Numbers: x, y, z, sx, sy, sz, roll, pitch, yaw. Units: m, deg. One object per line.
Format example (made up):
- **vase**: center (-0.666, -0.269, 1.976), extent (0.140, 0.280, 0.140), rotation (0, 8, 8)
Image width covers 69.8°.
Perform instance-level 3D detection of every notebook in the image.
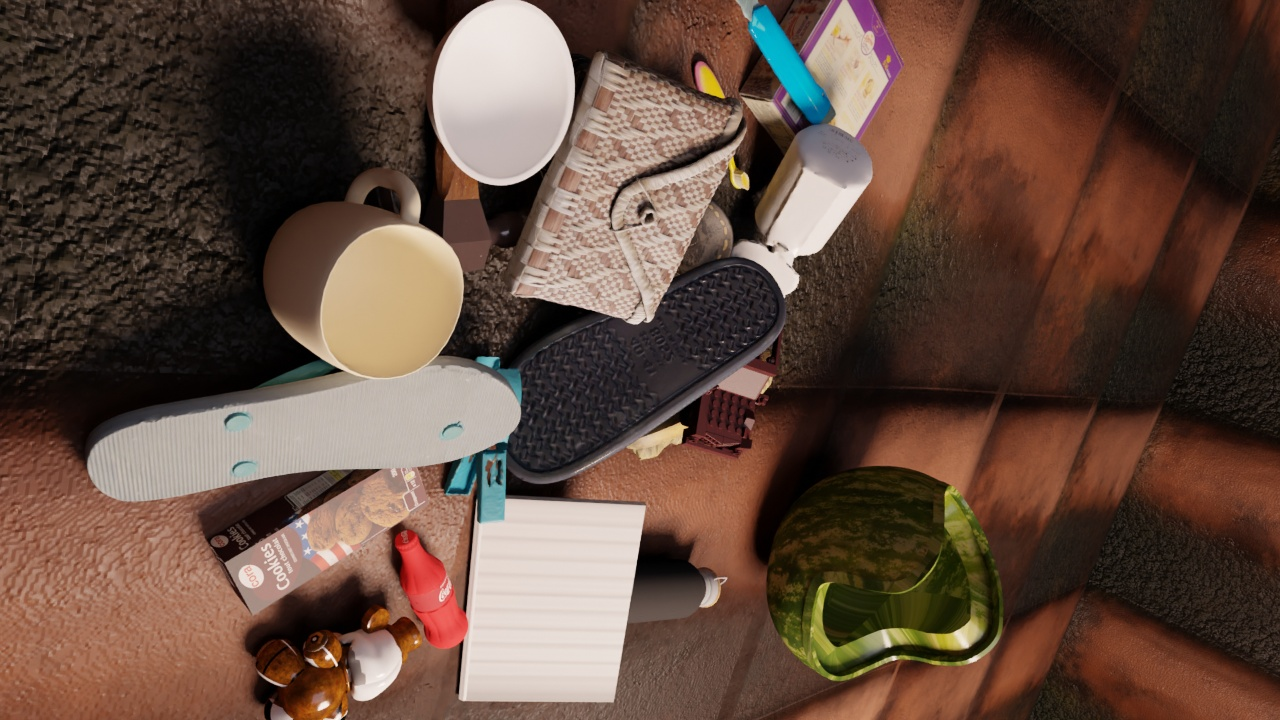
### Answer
- **notebook**: center (-0.080, 0.214, 0.809), extent (0.142, 0.009, 0.210), rotation (5, 111, -11)

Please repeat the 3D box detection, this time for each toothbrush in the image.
- **toothbrush**: center (0.072, -0.201, 0.799), extent (0.021, 0.016, 0.135), rotation (-43, 136, -15)

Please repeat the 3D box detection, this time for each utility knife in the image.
- **utility knife**: center (0.115, -0.256, 0.755), extent (0.031, 0.015, 0.205), rotation (-58, 139, -6)

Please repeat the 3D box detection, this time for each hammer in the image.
- **hammer**: center (-0.115, -0.214, 0.589), extent (0.115, 0.033, 0.323), rotation (-13, 119, -44)

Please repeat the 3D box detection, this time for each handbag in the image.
- **handbag**: center (-0.010, -0.114, 0.654), extent (0.124, 0.047, 0.186), rotation (13, 116, -30)

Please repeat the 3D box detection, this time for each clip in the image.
- **clip**: center (-0.110, 0.063, 0.693), extent (0.028, 0.114, 0.127), rotation (2, 96, -42)

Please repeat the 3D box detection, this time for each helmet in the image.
- **helmet**: center (0.266, 0.240, 1.069), extent (0.213, 0.248, 0.242), rotation (45, 34, -31)

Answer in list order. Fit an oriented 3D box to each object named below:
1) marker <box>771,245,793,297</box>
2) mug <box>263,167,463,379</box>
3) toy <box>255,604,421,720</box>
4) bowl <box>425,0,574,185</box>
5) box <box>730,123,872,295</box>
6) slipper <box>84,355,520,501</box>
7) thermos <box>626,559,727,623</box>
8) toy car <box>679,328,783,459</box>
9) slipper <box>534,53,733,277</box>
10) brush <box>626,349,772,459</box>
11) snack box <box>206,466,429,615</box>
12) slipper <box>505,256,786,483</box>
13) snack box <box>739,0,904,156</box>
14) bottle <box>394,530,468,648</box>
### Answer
- **marker**: center (0.143, -0.108, 0.918), extent (0.027, 0.023, 0.133), rotation (-29, 132, -62)
- **mug**: center (-0.172, -0.059, 0.557), extent (0.096, 0.100, 0.120), rotation (9, 101, -49)
- **toy**: center (-0.223, 0.230, 0.692), extent (0.112, 0.067, 0.087), rotation (-27, 128, -46)
- **bowl**: center (-0.095, -0.169, 0.575), extent (0.109, 0.041, 0.110), rotation (-25, 126, -40)
- **box**: center (0.141, -0.133, 0.847), extent (0.166, 0.083, 0.092), rotation (118, -4, -51)
- **slipper**: center (-0.205, 0.029, 0.594), extent (0.268, 0.054, 0.098), rotation (-6, 139, -31)
- **thermos**: center (0.010, 0.233, 0.931), extent (0.231, 0.061, 0.061), rotation (13, 100, -49)
- **toy car**: center (0.085, -0.002, 0.828), extent (0.070, 0.062, 0.169), rotation (18, 70, -21)
- **slipper**: center (0.011, -0.135, 0.725), extent (0.267, 0.076, 0.113), rotation (37, 82, -49)
- **brush**: center (0.057, 0.038, 0.880), extent (0.194, 0.059, 0.043), rotation (-29, 138, -31)
- **snack box**: center (-0.223, 0.113, 0.647), extent (0.140, 0.032, 0.051), rotation (-32, 131, -31)
- **slipper**: center (-0.005, 0.004, 0.767), extent (0.268, 0.110, 0.083), rotation (-31, 174, -10)
- **snack box**: center (0.173, -0.262, 0.853), extent (0.143, 0.041, 0.148), rotation (36, 83, -49)
- **bottle**: center (-0.170, 0.182, 0.735), extent (0.036, 0.036, 0.119), rotation (-35, 132, -29)
